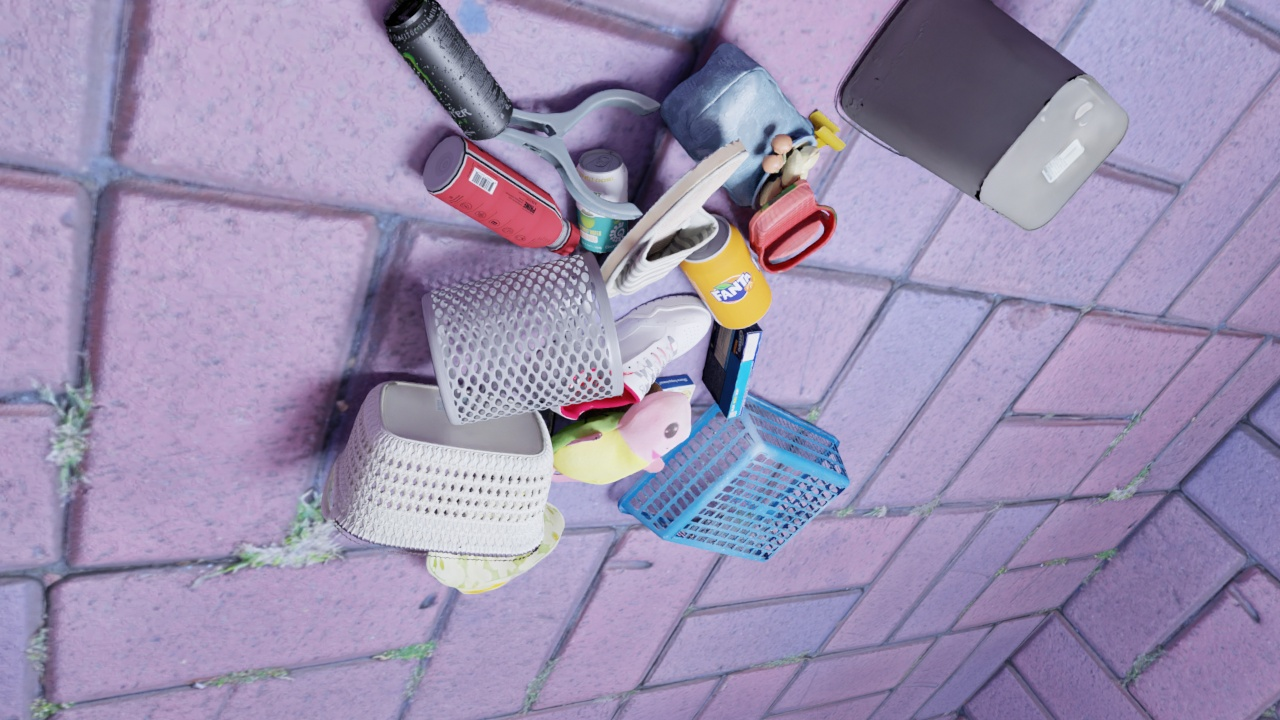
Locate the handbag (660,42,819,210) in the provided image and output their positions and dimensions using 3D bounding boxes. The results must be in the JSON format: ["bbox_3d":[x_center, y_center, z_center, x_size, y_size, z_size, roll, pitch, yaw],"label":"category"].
[{"bbox_3d":[0.117,-0.231,0.957,0.122,0.118,0.192,-41,146,12],"label":"handbag"}]

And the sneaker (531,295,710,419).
[{"bbox_3d":[-0.007,0.006,1.118,0.236,0.104,0.090,-20,138,-15],"label":"sneaker"}]

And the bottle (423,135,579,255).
[{"bbox_3d":[-0.130,-0.155,0.916,0.062,0.062,0.176,-46,138,15],"label":"bottle"}]

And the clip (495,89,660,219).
[{"bbox_3d":[-0.052,-0.183,0.895,0.172,0.164,0.031,-11,179,-17],"label":"clip"}]

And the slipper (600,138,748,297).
[{"bbox_3d":[0.033,-0.134,0.959,0.114,0.054,0.273,-29,170,-31],"label":"slipper"}]

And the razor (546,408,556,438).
[{"bbox_3d":[-0.116,0.081,1.188,0.042,0.026,0.106,-7,129,-25],"label":"razor"}]

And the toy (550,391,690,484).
[{"bbox_3d":[-0.041,0.109,1.156,0.239,0.087,0.190,-29,147,26],"label":"toy"}]

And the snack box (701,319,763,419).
[{"bbox_3d":[0.119,-0.003,1.208,0.027,0.082,0.150,-12,135,-21],"label":"snack box"}]

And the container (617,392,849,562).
[{"bbox_3d":[0.166,0.199,1.410,0.257,0.089,0.361,-47,142,15],"label":"container"}]

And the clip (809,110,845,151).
[{"bbox_3d":[0.208,-0.257,1.061,0.054,0.048,0.046,22,91,-45],"label":"clip"}]

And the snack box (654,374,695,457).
[{"bbox_3d":[0.017,0.087,1.273,0.081,0.026,0.150,-5,132,-28],"label":"snack box"}]

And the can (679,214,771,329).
[{"bbox_3d":[0.100,-0.105,1.098,0.079,0.079,0.142,-36,139,3],"label":"can"}]

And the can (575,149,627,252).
[{"bbox_3d":[-0.041,-0.166,0.967,0.054,0.055,0.102,-17,137,-18],"label":"can"}]

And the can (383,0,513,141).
[{"bbox_3d":[-0.165,-0.253,0.804,0.054,0.054,0.138,-36,139,3],"label":"can"}]

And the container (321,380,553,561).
[{"bbox_3d":[-0.215,0.121,1.030,0.251,0.184,0.143,11,116,-22],"label":"container"}]

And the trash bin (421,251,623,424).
[{"bbox_3d":[-0.126,-0.019,0.970,0.183,0.156,0.157,-13,136,-8],"label":"trash bin"}]

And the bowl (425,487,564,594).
[{"bbox_3d":[-0.202,0.228,1.242,0.188,0.060,0.220,-3,135,-29],"label":"bowl"}]

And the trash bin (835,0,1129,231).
[{"bbox_3d":[0.376,-0.274,1.001,0.197,0.220,0.198,15,120,-41],"label":"trash bin"}]

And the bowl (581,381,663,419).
[{"bbox_3d":[-0.021,0.068,1.202,0.114,0.026,0.102,-20,128,10],"label":"bowl"}]

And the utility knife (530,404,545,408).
[{"bbox_3d":[-0.184,0.066,1.131,0.147,0.015,0.022,-6,133,-25],"label":"utility knife"}]

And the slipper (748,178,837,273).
[{"bbox_3d":[0.177,-0.143,1.050,0.104,0.059,0.248,-38,171,11],"label":"slipper"}]
